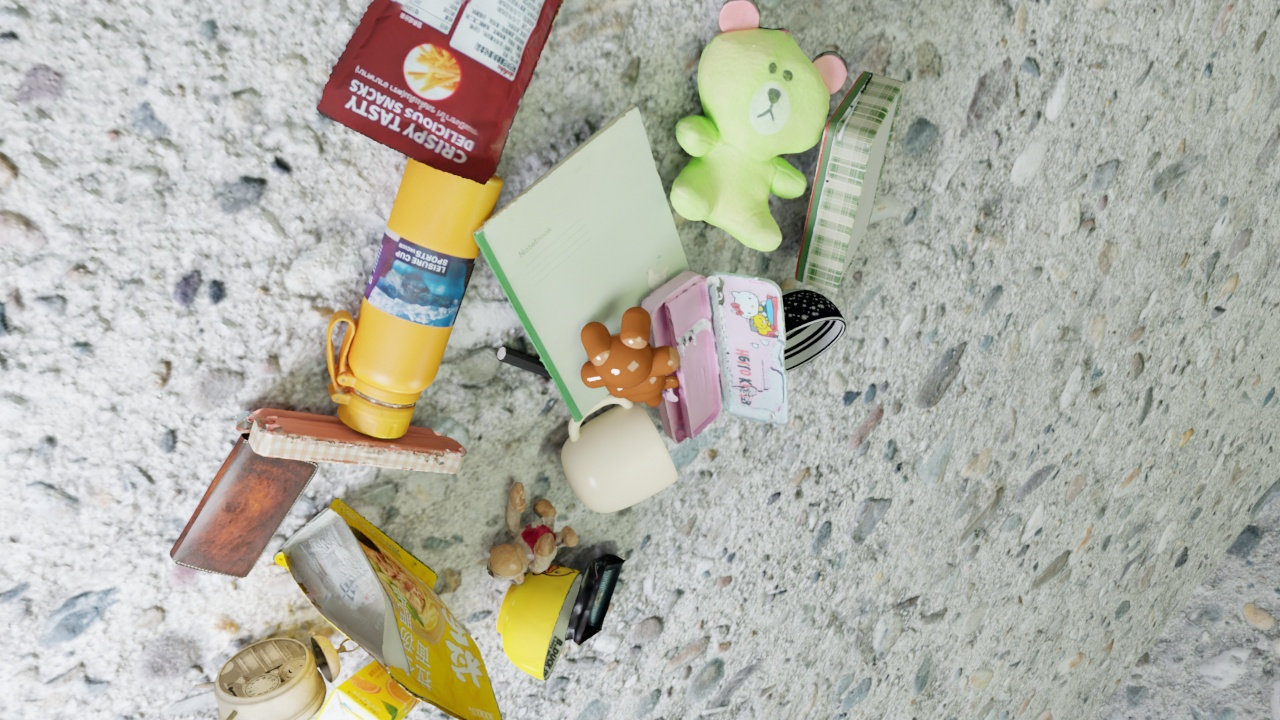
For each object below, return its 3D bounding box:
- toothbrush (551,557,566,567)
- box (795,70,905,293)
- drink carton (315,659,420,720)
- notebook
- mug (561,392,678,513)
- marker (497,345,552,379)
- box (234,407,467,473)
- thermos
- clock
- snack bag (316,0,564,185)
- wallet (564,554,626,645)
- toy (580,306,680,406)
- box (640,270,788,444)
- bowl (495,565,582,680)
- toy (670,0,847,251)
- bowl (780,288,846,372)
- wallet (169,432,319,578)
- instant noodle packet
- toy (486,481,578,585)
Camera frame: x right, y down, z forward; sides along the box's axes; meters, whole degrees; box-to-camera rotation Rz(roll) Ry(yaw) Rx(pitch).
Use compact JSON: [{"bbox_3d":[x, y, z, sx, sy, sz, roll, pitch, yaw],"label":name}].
[{"bbox_3d":[-0.083,0.238,1.028,0.013,0.013,0.167,-45,132,-18],"label":"toothbrush"},{"bbox_3d":[0.209,-0.175,0.926,0.206,0.051,0.117,91,25,-52],"label":"box"},{"bbox_3d":[-0.247,0.320,0.876,0.043,0.058,0.134,-57,173,6],"label":"drink carton"},{"bbox_3d":[-0.034,-0.076,0.828,0.181,0.010,0.253,-42,140,-18],"label":"notebook"},{"bbox_3d":[-0.033,0.093,0.931,0.099,0.096,0.120,-28,114,-8],"label":"mug"},{"bbox_3d":[-0.086,0.012,0.895,0.123,0.021,0.018,22,145,-40],"label":"marker"},{"bbox_3d":[-0.242,0.066,0.778,0.186,0.082,0.042,13,104,-38],"label":"box"},{"bbox_3d":[-0.193,-0.054,0.751,0.091,0.076,0.233,21,104,-4],"label":"thermos"},{"bbox_3d":[-0.321,0.284,0.834,0.140,0.093,0.055,-22,119,-35],"label":"clock"},{"bbox_3d":[-0.134,-0.247,0.674,0.139,0.066,0.208,25,90,-9],"label":"snack bag"},{"bbox_3d":[-0.051,0.261,1.011,0.115,0.026,0.089,36,72,-76],"label":"wallet"},{"bbox_3d":[-0.005,0.005,0.861,0.095,0.065,0.128,-11,155,14],"label":"toy"},{"bbox_3d":[0.075,-0.005,0.935,0.146,0.077,0.202,-13,134,-3],"label":"box"},{"bbox_3d":[-0.112,0.271,0.975,0.117,0.068,0.117,18,89,-82],"label":"bowl"},{"bbox_3d":[0.101,-0.213,0.859,0.150,0.107,0.197,21,92,-18],"label":"toy"},{"bbox_3d":[0.156,-0.039,1.002,0.120,0.066,0.120,-21,157,-10],"label":"bowl"},{"bbox_3d":[-0.335,0.124,0.778,0.072,0.019,0.123,31,95,-42],"label":"wallet"},{"bbox_3d":[-0.206,0.238,0.799,0.084,0.222,0.163,-44,133,-12],"label":"instant noodle packet"},{"bbox_3d":[-0.124,0.185,0.940,0.106,0.085,0.074,-47,157,21],"label":"toy"}]
